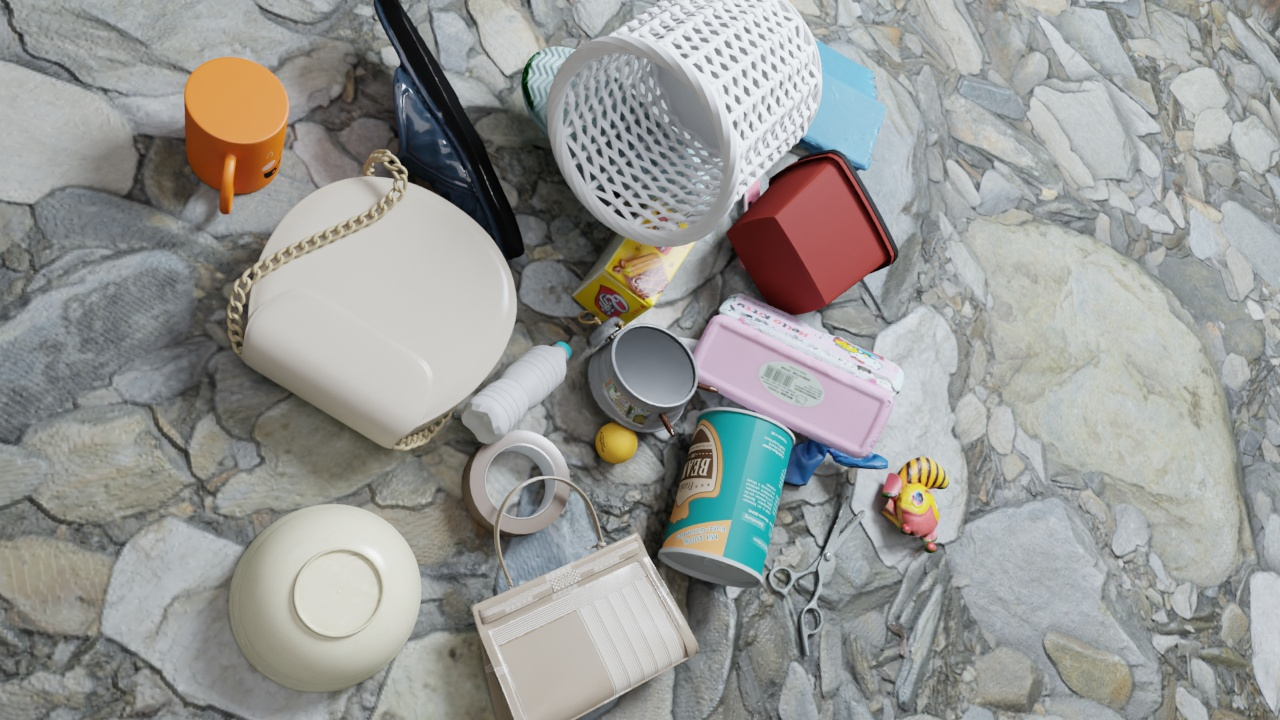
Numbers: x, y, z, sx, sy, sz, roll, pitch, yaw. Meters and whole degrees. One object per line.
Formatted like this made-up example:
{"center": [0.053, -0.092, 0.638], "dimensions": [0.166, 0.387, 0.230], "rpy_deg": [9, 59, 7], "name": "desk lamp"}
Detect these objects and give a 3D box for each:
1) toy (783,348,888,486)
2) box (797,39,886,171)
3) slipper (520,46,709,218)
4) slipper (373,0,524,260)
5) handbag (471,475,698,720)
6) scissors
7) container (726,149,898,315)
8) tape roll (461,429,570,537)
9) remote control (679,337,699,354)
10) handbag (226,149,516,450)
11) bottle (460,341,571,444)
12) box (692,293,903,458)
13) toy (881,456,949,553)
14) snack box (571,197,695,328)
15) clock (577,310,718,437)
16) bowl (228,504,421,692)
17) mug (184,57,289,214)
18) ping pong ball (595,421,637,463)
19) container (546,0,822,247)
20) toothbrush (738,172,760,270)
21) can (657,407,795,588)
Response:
{"center": [0.212, 0.053, 0.982], "dimensions": [0.112, 0.071, 0.176], "rpy_deg": [14, 69, -9], "name": "toy"}
{"center": [0.189, -0.342, 1.096], "dimensions": [0.231, 0.060, 0.175], "rpy_deg": [20, 66, -18], "name": "box"}
{"center": [-0.027, -0.220, 0.949], "dimensions": [0.245, 0.074, 0.103], "rpy_deg": [29, 61, -33], "name": "slipper"}
{"center": [-0.197, -0.203, 0.855], "dimensions": [0.083, 0.109, 0.265], "rpy_deg": [-28, 96, 2], "name": "slipper"}
{"center": [-0.065, 0.197, 0.797], "dimensions": [0.175, 0.062, 0.198], "rpy_deg": [-19, 89, -29], "name": "handbag"}
{"center": [0.194, 0.221, 0.952], "dimensions": [0.152, 0.014, 0.130], "rpy_deg": [-19, 83, -25], "name": "scissors"}
{"center": [0.204, -0.153, 1.003], "dimensions": [0.200, 0.127, 0.148], "rpy_deg": [-41, 106, -27], "name": "container"}
{"center": [-0.112, 0.111, 0.829], "dimensions": [0.093, 0.030, 0.093], "rpy_deg": [7, 72, -23], "name": "tape roll"}
{"center": [0.038, -0.007, 0.947], "dimensions": [0.130, 0.012, 0.033], "rpy_deg": [8, 69, -23], "name": "remote control"}
{"center": [-0.218, -0.049, 0.788], "dimensions": [0.210, 0.104, 0.208], "rpy_deg": [34, 67, -11], "name": "handbag"}
{"center": [-0.107, 0.023, 0.840], "dimensions": [0.044, 0.044, 0.135], "rpy_deg": [49, 44, -5], "name": "bottle"}
{"center": [0.160, 0.010, 0.938], "dimensions": [0.201, 0.101, 0.111], "rpy_deg": [26, 96, 11], "name": "box"}
{"center": [0.303, 0.155, 1.006], "dimensions": [0.084, 0.046, 0.103], "rpy_deg": [30, 61, -8], "name": "toy"}
{"center": [-0.005, -0.094, 0.912], "dimensions": [0.061, 0.084, 0.105], "rpy_deg": [39, 62, -11], "name": "snack box"}
{"center": [-0.005, 0.005, 0.881], "dimensions": [0.148, 0.056, 0.103], "rpy_deg": [46, 50, 3], "name": "clock"}
{"center": [-0.241, 0.184, 0.722], "dimensions": [0.150, 0.075, 0.150], "rpy_deg": [7, 72, -23], "name": "bowl"}
{"center": [-0.342, -0.179, 0.770], "dimensions": [0.077, 0.096, 0.112], "rpy_deg": [9, 71, -23], "name": "mug"}
{"center": [-0.023, 0.078, 0.876], "dimensions": [0.040, 0.040, 0.040], "rpy_deg": [7, 72, -23], "name": "ping pong ball"}
{"center": [0.044, -0.230, 0.836], "dimensions": [0.189, 0.190, 0.186], "rpy_deg": [47, 50, -6], "name": "container"}
{"center": [0.123, -0.164, 1.032], "dimensions": [0.021, 0.016, 0.134], "rpy_deg": [15, 69, -25], "name": "toothbrush"}
{"center": [0.083, 0.131, 0.877], "dimensions": [0.099, 0.099, 0.143], "rpy_deg": [25, 66, -17], "name": "can"}
